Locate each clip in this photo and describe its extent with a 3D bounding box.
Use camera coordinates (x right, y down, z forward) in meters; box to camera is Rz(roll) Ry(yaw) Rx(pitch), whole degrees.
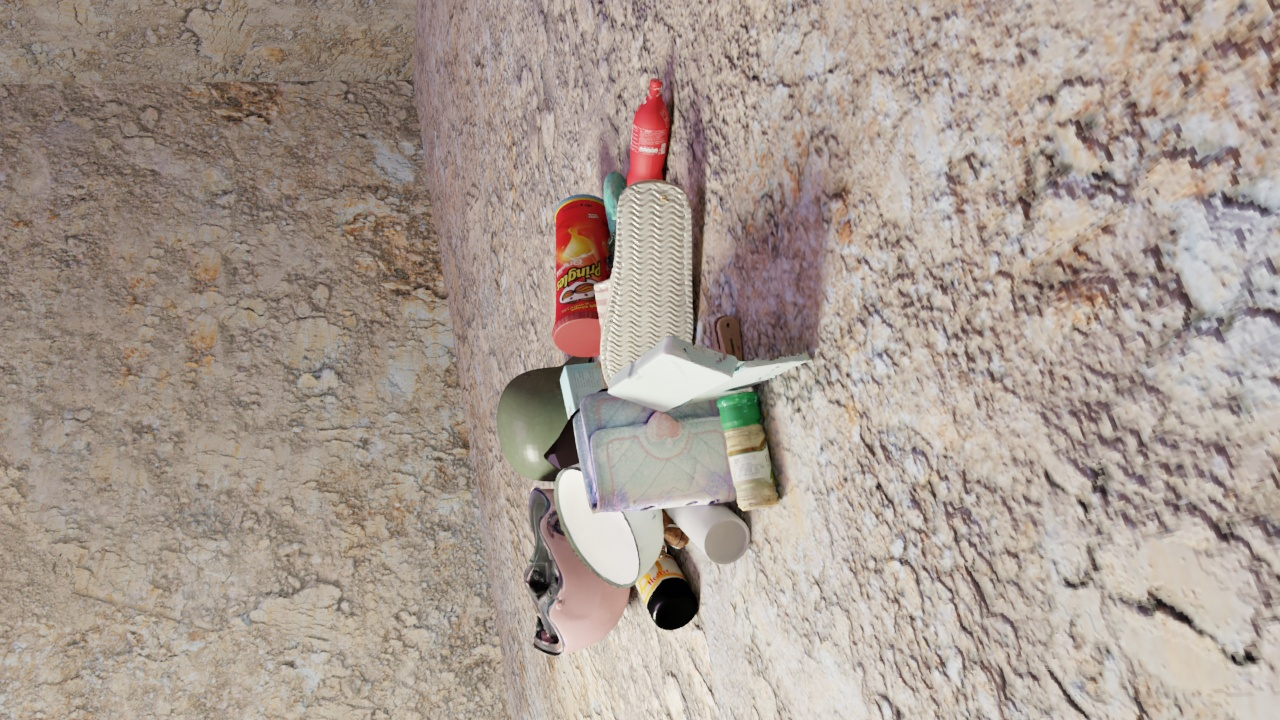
[{"bbox_3d":[0.089,-0.014,0.916,0.049,0.026,0.061,-117,25,-44],"label":"clip"}]

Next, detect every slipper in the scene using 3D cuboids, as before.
[{"bbox_3d":[0.005,-0.078,1.025,0.052,0.115,0.263,-88,3,-61],"label":"slipper"}]

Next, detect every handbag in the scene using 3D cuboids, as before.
[{"bbox_3d":[0.017,0.092,0.954,0.069,0.158,0.126,120,142,-58],"label":"handbag"}]

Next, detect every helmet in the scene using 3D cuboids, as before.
[{"bbox_3d":[-0.153,0.104,1.484,0.268,0.153,0.227,-146,52,-67],"label":"helmet"},{"bbox_3d":[-0.098,0.308,1.390,0.231,0.152,0.255,100,157,-48],"label":"helmet"}]

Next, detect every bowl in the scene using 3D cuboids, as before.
[{"bbox_3d":[-0.027,0.179,1.060,0.153,0.072,0.154,32,135,39],"label":"bowl"}]

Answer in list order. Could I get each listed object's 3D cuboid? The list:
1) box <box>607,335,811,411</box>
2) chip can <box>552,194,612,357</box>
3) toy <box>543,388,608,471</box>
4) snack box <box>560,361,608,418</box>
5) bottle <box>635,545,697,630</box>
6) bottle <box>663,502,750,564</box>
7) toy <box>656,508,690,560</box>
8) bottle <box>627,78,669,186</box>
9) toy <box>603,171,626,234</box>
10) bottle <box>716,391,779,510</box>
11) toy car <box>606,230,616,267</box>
[{"bbox_3d":[0.054,0.018,0.848,0.197,0.136,0.044,147,128,-70],"label":"box"},{"bbox_3d":[-0.074,-0.115,1.217,0.087,0.087,0.213,109,161,-54],"label":"chip can"},{"bbox_3d":[-0.036,0.098,1.142,0.184,0.140,0.159,133,134,-65],"label":"toy"},{"bbox_3d":[-0.063,0.088,1.331,0.053,0.075,0.174,118,141,-59],"label":"snack box"},{"bbox_3d":[0.014,0.263,1.180,0.181,0.059,0.059,-125,33,-56],"label":"bottle"},{"bbox_3d":[0.057,0.162,1.025,0.195,0.052,0.052,-145,51,-67],"label":"bottle"},{"bbox_3d":[0.001,0.218,1.138,0.113,0.067,0.087,-48,45,33],"label":"toy"},{"bbox_3d":[0.010,-0.249,1.044,0.042,0.042,0.142,-118,28,-49],"label":"bottle"},{"bbox_3d":[-0.031,-0.200,1.187,0.105,0.033,0.085,90,179,-70],"label":"toy"},{"bbox_3d":[0.103,0.086,0.877,0.043,0.043,0.111,142,119,-69],"label":"bottle"},{"bbox_3d":[-0.010,-0.106,1.151,0.056,0.043,0.120,137,121,-68],"label":"toy car"}]
